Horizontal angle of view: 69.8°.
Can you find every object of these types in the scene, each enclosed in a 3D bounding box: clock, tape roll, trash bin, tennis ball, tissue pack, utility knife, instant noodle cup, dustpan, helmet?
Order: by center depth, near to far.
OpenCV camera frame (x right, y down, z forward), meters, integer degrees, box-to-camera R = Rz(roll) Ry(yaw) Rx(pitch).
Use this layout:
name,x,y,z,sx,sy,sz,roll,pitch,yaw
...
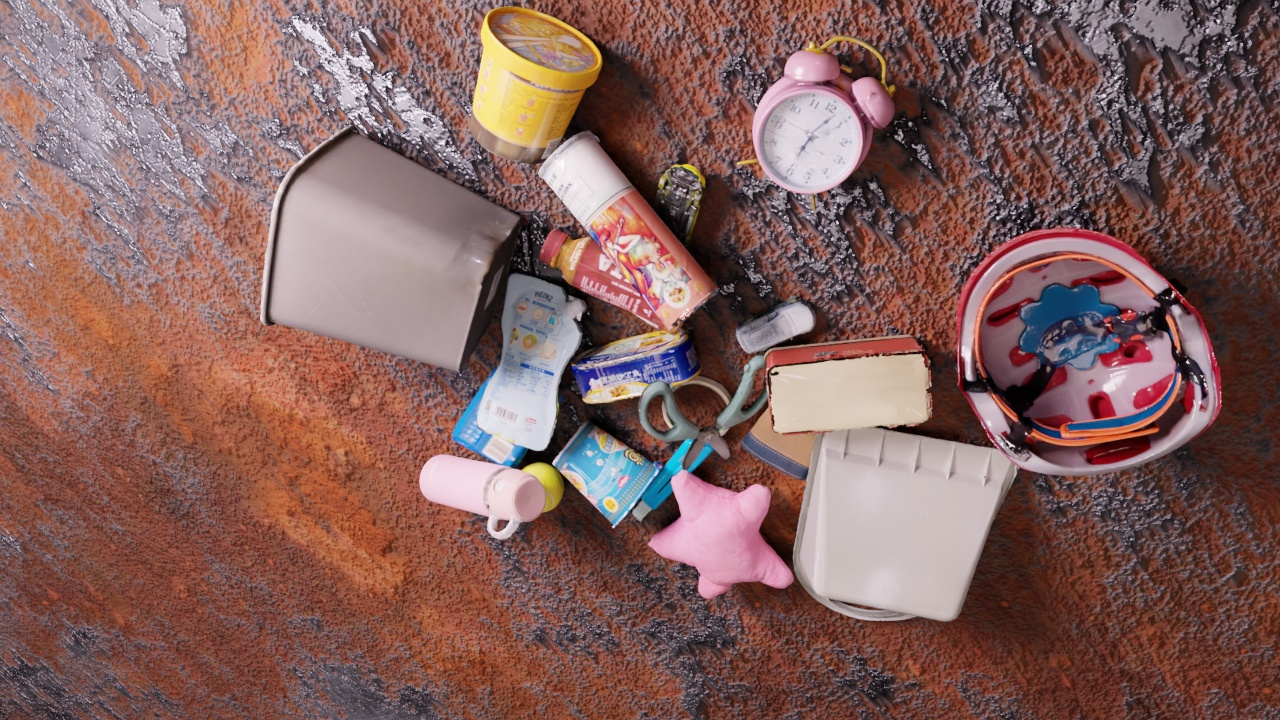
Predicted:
name,x,y,z,sx,sy,sz,roll,pitch,yaw
helmet,0.411,-0.019,0.875,0.207,0.143,0.240,-24,95,26
clock,0.173,-0.231,0.876,0.117,0.059,0.159,30,120,-2
instant noodle cup,-0.111,-0.269,0.914,0.118,0.118,0.115,28,129,1
trash bin,-0.264,-0.113,1.008,0.220,0.198,0.199,20,124,-3
tape roll,0.068,0.058,1.093,0.086,0.013,0.086,7,120,13
dustpan,0.293,0.205,1.093,0.223,0.142,0.258,10,94,4
instant noodle cup,-0.044,0.133,1.129,0.110,0.099,0.099,38,122,3
utility knife,0.035,0.151,1.145,0.034,0.018,0.179,28,130,-10
tissue pack,-0.167,0.068,1.148,0.095,0.052,0.157,34,122,-5
tennis ball,-0.131,0.164,1.181,0.065,0.065,0.066,7,120,13

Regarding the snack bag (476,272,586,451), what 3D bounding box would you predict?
name,x,y,z,sx,sy,sz,roll,pitch,yaw
snack bag,-0.129,0.001,1.067,0.110,0.038,0.191,19,96,31

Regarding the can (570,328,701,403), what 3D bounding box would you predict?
name,x,y,z,sx,sy,sz,roll,pitch,yaw
can,-0.006,0.006,1.053,0.148,0.074,0.049,-12,110,21

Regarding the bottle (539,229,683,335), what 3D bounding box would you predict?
name,x,y,z,sx,sy,sz,roll,pitch,yaw
bottle,-0.026,-0.090,1.015,0.175,0.057,0.058,27,122,1

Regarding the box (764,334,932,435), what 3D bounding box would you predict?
name,x,y,z,sx,sy,sz,roll,pitch,yaw
box,0.219,0.031,0.975,0.168,0.077,0.091,-6,108,9

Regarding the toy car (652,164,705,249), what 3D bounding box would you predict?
name,x,y,z,sx,sy,sz,roll,pitch,yaw
toy car,0.039,-0.160,0.972,0.048,0.032,0.105,26,134,10

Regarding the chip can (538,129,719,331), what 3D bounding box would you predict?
name,x,y,z,sx,sy,sz,roll,pitch,yaw
chip can,-0.011,-0.133,0.952,0.071,0.071,0.214,-41,88,30

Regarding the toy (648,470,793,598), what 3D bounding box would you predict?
name,x,y,z,sx,sy,sz,roll,pitch,yaw
toy,0.087,0.215,1.137,0.179,0.074,0.195,-10,115,22

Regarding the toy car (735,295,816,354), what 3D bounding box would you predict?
name,x,y,z,sx,sy,sz,roll,pitch,yaw
toy car,0.148,-0.037,1.006,0.091,0.034,0.043,-23,106,25

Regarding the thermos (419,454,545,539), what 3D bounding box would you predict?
name,x,y,z,sx,sy,sz,roll,pitch,yaw
thermos,-0.202,0.170,1.151,0.199,0.087,0.067,5,153,46

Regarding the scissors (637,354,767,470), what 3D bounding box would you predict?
name,x,y,z,sx,sy,sz,roll,pitch,yaw
scissors,0.069,0.052,1.033,0.179,0.019,0.170,18,116,-36

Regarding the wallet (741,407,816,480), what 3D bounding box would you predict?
name,x,y,z,sx,sy,sz,roll,pitch,yaw
wallet,0.182,0.077,1.060,0.090,0.033,0.115,29,121,-3
